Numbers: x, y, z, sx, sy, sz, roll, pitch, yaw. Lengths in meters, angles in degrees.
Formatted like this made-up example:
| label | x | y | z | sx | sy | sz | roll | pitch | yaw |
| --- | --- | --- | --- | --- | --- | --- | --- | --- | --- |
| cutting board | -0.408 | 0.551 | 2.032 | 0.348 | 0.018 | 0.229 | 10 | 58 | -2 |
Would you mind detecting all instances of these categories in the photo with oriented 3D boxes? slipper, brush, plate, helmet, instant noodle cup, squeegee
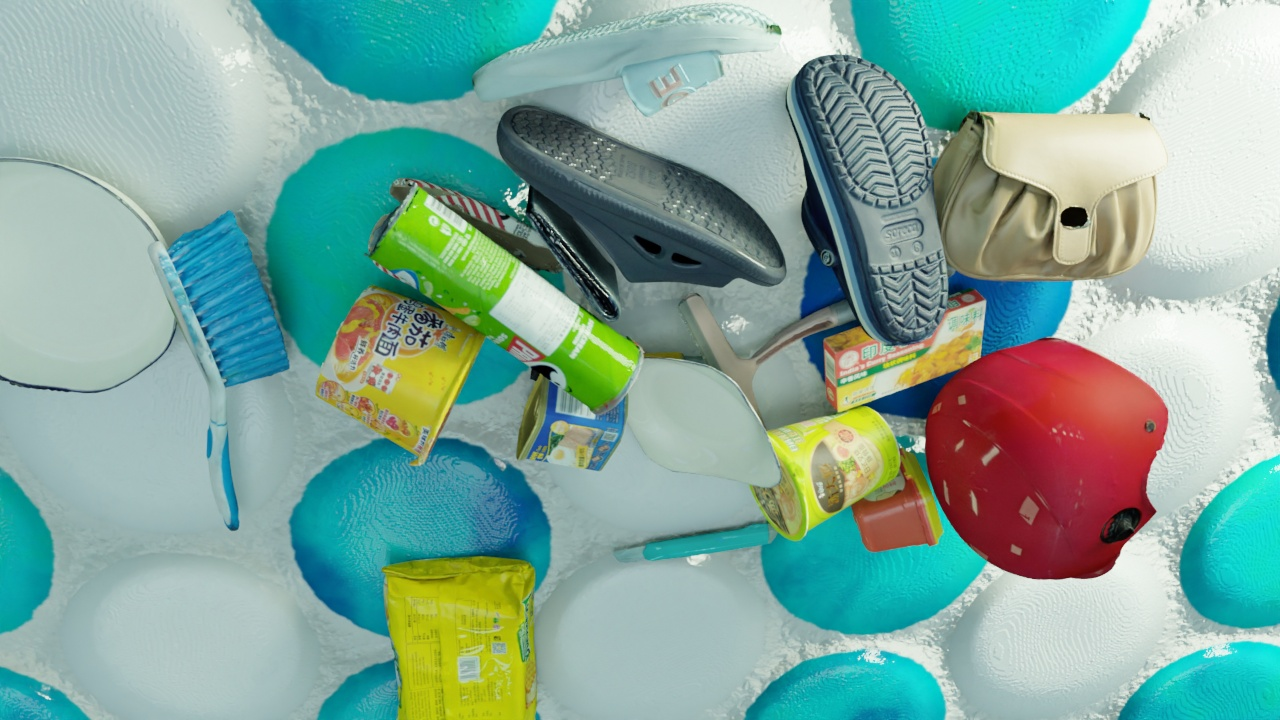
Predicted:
| label | x | y | z | sx | sy | sz | roll | pitch | yaw |
| --- | --- | --- | --- | --- | --- | --- | --- | --- | --- |
| slipper | -0.004 | -0.123 | 0.779 | 0.268 | 0.110 | 0.084 | 24 | 127 | -11 |
| brush | -0.364 | 0.021 | 0.816 | 0.109 | 0.060 | 0.315 | -27 | 135 | -27 |
| plate | 0.051 | 0.049 | 0.857 | 0.165 | 0.034 | 0.164 | 5 | 137 | 39 |
| slipper | -0.009 | -0.227 | 0.721 | 0.245 | 0.104 | 0.074 | -10 | 114 | 4 |
| helmet | 0.345 | 0.101 | 0.846 | 0.143 | 0.207 | 0.240 | -8 | 111 | -21 |
| plate | -0.492 | -0.072 | 0.775 | 0.205 | 0.045 | 0.205 | -2 | 117 | -4 |
| instant noodle cup | 0.179 | 0.099 | 0.887 | 0.123 | 0.112 | 0.112 | -20 | 118 | -18 |
| squeegee | 0.180 | -0.035 | 0.869 | 0.249 | 0.040 | 0.248 | -28 | 131 | 2 |
| slipper | 0.192 | -0.135 | 0.791 | 0.105 | 0.095 | 0.253 | -22 | 97 | -22 |
| instant noodle cup | -0.208 | 0.005 | 0.798 | 0.110 | 0.137 | 0.138 | 25 | 111 | -9 |

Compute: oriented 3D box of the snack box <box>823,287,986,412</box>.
| label | x | y | z | sx | sy | sz | roll | pitch | yaw |
| --- | --- | --- | --- | --- | --- | --- | --- | --- | --- |
| snack box | 0.251 | -0.010 | 0.873 | 0.155 | 0.027 | 0.077 | -19 | 130 | -7 |

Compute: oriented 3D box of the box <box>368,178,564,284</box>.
| label | x | y | z | sx | sy | sz | roll | pitch | yaw |
| --- | --- | --- | --- | --- | --- | --- | --- | --- | --- |
| box | -0.147 | -0.088 | 0.785 | 0.162 | 0.076 | 0.086 | 22 | 81 | -20 |

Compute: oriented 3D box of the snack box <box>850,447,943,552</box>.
| label | x | y | z | sx | sy | sz | roll | pitch | yaw |
| --- | --- | --- | --- | --- | --- | --- | --- | --- | --- |
| snack box | 0.255 | 0.145 | 0.938 | 0.080 | 0.091 | 0.082 | -18 | 117 | 10 |

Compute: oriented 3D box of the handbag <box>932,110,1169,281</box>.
| label | x | y | z | sx | sy | sz | roll | pitch | yaw |
| --- | --- | --- | --- | --- | --- | --- | --- | --- | --- |
| handbag | 0.355 | -0.140 | 0.801 | 0.204 | 0.099 | 0.148 | -2 | 113 | -9 |

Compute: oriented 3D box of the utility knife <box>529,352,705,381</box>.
| label | x | y | z | sx | sy | sz | roll | pitch | yaw |
| --- | --- | --- | --- | --- | --- | --- | --- | --- | --- |
| utility knife | -0.005 | 0.005 | 0.880 | 0.202 | 0.015 | 0.033 | -3 | 138 | -6 |

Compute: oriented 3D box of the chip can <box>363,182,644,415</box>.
| label | x | y | z | sx | sy | sz | roll | pitch | yaw |
| --- | --- | --- | --- | --- | --- | --- | --- | --- | --- |
| chip can | -0.106 | -0.047 | 0.750 | 0.236 | 0.072 | 0.072 | 36 | 107 | -22 |

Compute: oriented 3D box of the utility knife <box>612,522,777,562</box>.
| label | x | y | z | sx | sy | sz | roll | pitch | yaw |
| --- | --- | --- | --- | --- | --- | --- | --- | --- | --- |
| utility knife | 0.061 | 0.196 | 0.982 | 0.182 | 0.013 | 0.029 | -8 | 113 | -4 |

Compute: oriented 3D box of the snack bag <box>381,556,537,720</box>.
| label | x | y | z | sx | sy | sz | roll | pitch | yaw |
| --- | --- | --- | --- | --- | --- | --- | --- | --- | --- |
| snack bag | -0.190 | 0.318 | 0.986 | 0.158 | 0.068 | 0.247 | -1 | 115 | -6 |

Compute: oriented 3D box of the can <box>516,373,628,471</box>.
| label | x | y | z | sx | sy | sz | roll | pitch | yaw |
| --- | --- | --- | --- | --- | --- | --- | --- | --- | --- |
| can | -0.065 | 0.060 | 0.862 | 0.083 | 0.057 | 0.102 | 12 | 146 | -15 |

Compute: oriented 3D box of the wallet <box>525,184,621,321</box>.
| label | x | y | z | sx | sy | sz | roll | pitch | yaw |
| --- | --- | --- | --- | --- | --- | --- | --- | --- | --- |
| wallet | -0.057 | -0.097 | 0.779 | 0.019 | 0.097 | 0.121 | -33 | 115 | 12 |
